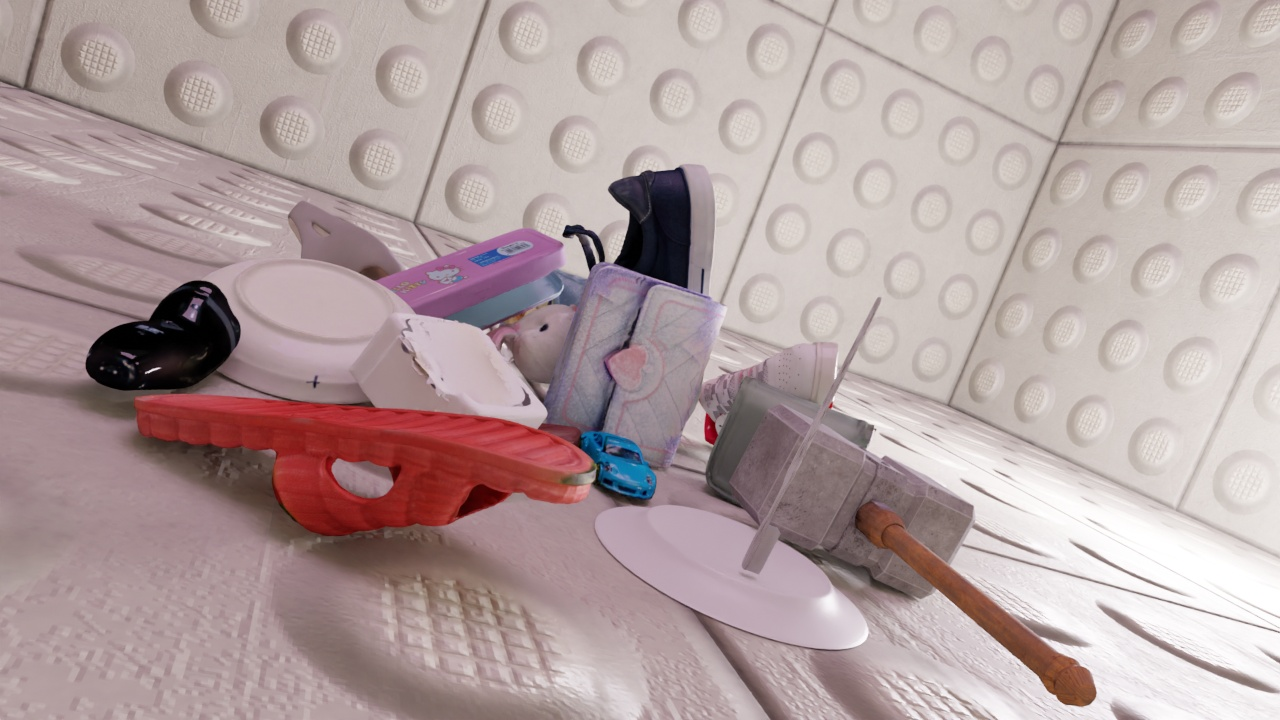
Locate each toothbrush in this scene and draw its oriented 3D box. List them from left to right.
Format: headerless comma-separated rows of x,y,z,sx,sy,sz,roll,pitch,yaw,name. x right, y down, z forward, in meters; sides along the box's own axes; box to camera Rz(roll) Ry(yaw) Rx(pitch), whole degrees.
0.103,0.047,0.539,0.010,0.182,0.010,22,12,-12,toothbrush

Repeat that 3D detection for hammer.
0.186,0.132,0.598,0.162,0.083,0.317,26,5,-16,hammer

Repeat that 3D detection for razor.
-0.281,-0.014,0.545,0.053,0.064,0.140,18,6,-11,razor

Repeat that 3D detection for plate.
-0.244,-0.034,0.689,0.182,0.034,0.182,18,27,-10,plate
0.062,0.131,0.603,0.188,0.016,0.188,20,7,-3,plate

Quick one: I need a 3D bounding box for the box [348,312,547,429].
-0.121,0.008,0.622,0.107,0.091,0.102,43,15,24,box

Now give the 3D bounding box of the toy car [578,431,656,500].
-0.018,0.078,0.719,0.048,0.032,0.105,18,9,-20,toy car

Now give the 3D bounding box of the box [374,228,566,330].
-0.169,-0.066,0.856,0.213,0.065,0.078,-28,53,-36,box

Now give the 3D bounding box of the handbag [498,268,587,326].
-0.084,-0.040,1.103,0.192,0.122,0.118,27,8,12,handbag

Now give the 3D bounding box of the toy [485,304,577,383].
-0.066,0.003,0.872,0.205,0.106,0.131,20,10,7,toy

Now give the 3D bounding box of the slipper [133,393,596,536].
-0.140,0.055,0.459,0.249,0.059,0.103,6,2,18,slipper

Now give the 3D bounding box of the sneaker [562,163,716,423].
-0.004,-0.049,0.890,0.127,0.295,0.120,-6,37,-10,sneaker

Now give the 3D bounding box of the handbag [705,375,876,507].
0.129,0.083,0.802,0.122,0.106,0.067,22,5,11,handbag

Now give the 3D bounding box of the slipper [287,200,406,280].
-0.339,-0.100,1.011,0.266,0.080,0.113,31,-32,40,slipper

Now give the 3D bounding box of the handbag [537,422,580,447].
-0.107,0.053,0.710,0.119,0.029,0.055,15,5,2,handbag

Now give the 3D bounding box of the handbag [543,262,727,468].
-0.005,0.005,0.803,0.126,0.158,0.069,19,4,-11,handbag

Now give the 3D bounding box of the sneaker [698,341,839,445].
0.114,0.040,0.912,0.104,0.090,0.237,12,-19,-6,sneaker
